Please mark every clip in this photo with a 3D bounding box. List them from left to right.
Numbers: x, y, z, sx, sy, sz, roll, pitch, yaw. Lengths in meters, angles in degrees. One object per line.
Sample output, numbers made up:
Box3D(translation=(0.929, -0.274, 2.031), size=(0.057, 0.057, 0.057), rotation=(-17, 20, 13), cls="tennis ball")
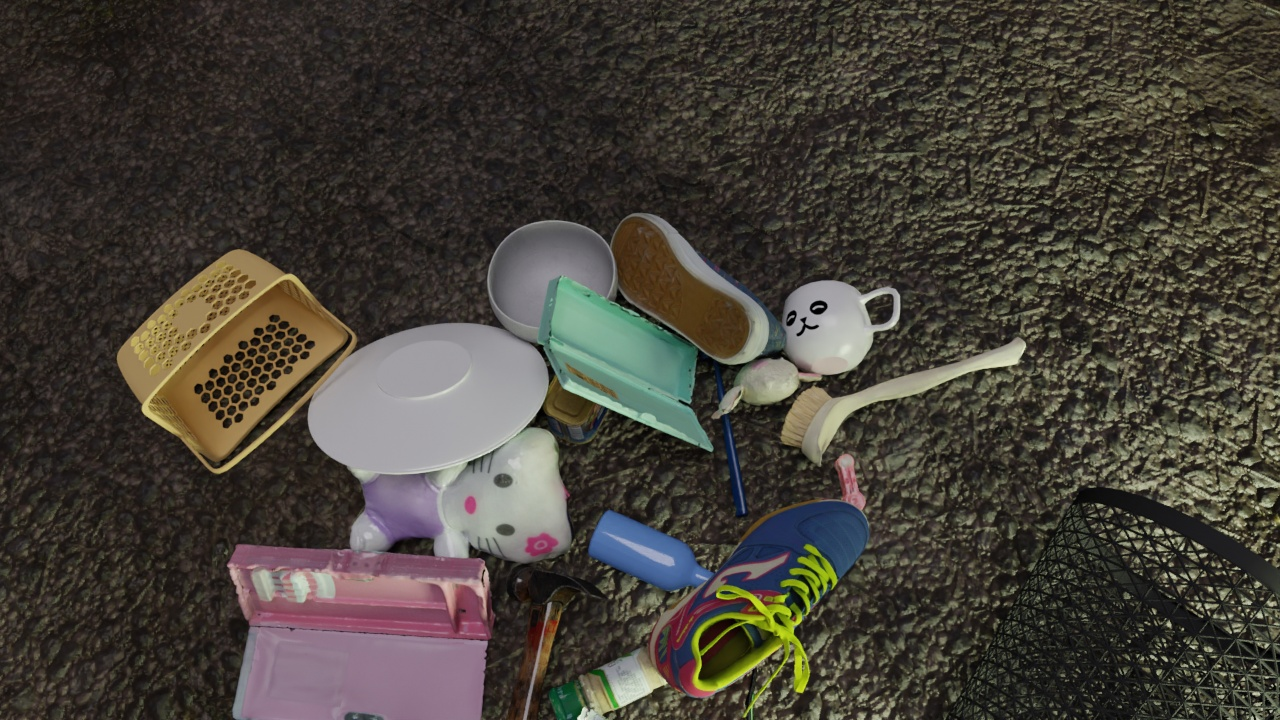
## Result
Box3D(translation=(0.201, 0.121, 0.891), size=(0.023, 0.041, 0.059), rotation=(-7, 79, 3), cls="clip")

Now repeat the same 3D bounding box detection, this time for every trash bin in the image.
Box3D(translation=(0.376, 0.265, 0.730), size=(0.217, 0.217, 0.243), rotation=(39, 81, 16), cls="trash bin")

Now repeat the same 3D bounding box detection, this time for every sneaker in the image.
Box3D(translation=(0.055, -0.068, 0.930), size=(0.235, 0.079, 0.087), rotation=(45, 113, 38), cls="sneaker")
Box3D(translation=(0.123, 0.209, 0.799), size=(0.241, 0.091, 0.116), rotation=(-34, 99, -20), cls="sneaker")

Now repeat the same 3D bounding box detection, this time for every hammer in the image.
Box3D(translation=(-0.106, 0.345, 0.780), size=(0.120, 0.033, 0.329), rotation=(-6, 67, 49), cls="hammer")

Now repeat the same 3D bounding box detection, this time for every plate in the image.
Box3D(translation=(-0.204, 0.018, 0.875), size=(0.229, 0.030, 0.229), rotation=(-3, 37, 2), cls="plate")

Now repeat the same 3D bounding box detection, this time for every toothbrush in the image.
Box3D(translation=(0.082, 0.063, 0.916), size=(0.017, 0.016, 0.189), rotation=(-12, 68, 6), cls="toothbrush")
Box3D(translation=(0.095, 0.326, 0.813), size=(0.017, 0.014, 0.187), rotation=(-3, 68, 15), cls="toothbrush")

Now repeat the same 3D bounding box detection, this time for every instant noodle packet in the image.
Box3D(translation=(-0.066, 0.434, 0.747), size=(0.147, 0.057, 0.268), rotation=(38, 72, -17), cls="instant noodle packet")

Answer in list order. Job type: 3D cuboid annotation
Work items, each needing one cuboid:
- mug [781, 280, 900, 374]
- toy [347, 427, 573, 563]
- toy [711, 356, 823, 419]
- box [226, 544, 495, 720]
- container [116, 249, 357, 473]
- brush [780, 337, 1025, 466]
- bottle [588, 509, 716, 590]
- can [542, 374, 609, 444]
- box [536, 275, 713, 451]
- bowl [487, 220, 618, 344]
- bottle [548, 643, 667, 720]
Box3D(translation=(0.197, -0.033, 0.898), size=(0.124, 0.090, 0.076), rotation=(-21, 55, 33), cls="mug")
Box3D(translation=(-0.166, 0.130, 0.861), size=(0.209, 0.085, 0.137), rotation=(-1, 94, 5), cls="toy")
Box3D(translation=(0.119, 0.023, 0.892), size=(0.112, 0.087, 0.050), rotation=(-9, 88, -13), cls="toy")
Box3D(translation=(-0.253, 0.247, 0.840), size=(0.233, 0.075, 0.173), rotation=(4, 100, 3), cls="box")
Box3D(translation=(-0.388, 0.002, 0.898), size=(0.167, 0.129, 0.183), rotation=(36, 74, 27), cls="container")
Box3D(translation=(0.261, 0.029, 0.904), size=(0.272, 0.062, 0.077), rotation=(-20, 63, -11), cls="brush")
Box3D(translation=(0.019, 0.186, 0.852), size=(0.131, 0.048, 0.048), rotation=(22, 71, 11), cls="bottle")
Box3D(translation=(-0.056, 0.028, 0.912), size=(0.054, 0.059, 0.099), rotation=(24, 72, 11), cls="can")
Box3D(translation=(-0.012, 0.010, 0.861), size=(0.056, 0.187, 0.137), rotation=(-33, 45, 36), cls="box")
Box3D(translation=(-0.088, -0.073, 0.947), size=(0.132, 0.064, 0.131), rotation=(-1, 64, 1), cls="bowl")
Box3D(translation=(-0.025, 0.290, 0.817), size=(0.110, 0.043, 0.042), rotation=(-24, 69, -7), cls="bottle")
